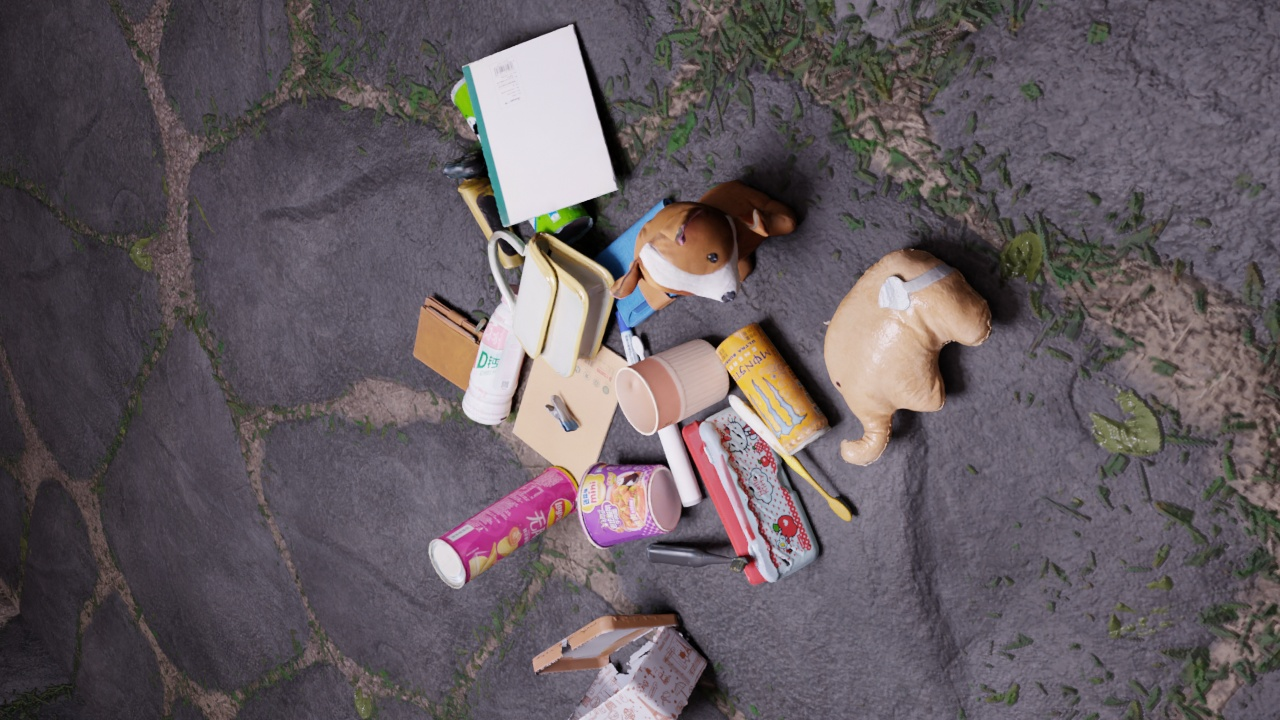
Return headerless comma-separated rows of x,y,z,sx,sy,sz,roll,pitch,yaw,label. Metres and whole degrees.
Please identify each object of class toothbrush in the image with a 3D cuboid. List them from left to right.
0.030,0.074,1.136,0.027,0.026,0.221,-19,91,14,toothbrush
0.067,0.239,1.106,0.026,0.027,0.213,48,155,-14,toothbrush
0.168,0.107,1.030,0.191,0.018,0.016,46,118,9,toothbrush

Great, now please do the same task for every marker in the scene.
-0.007,0.007,1.151,0.017,0.016,0.146,-9,97,39,marker

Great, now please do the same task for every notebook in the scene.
-0.122,-0.281,1.101,0.150,0.012,0.209,-16,85,13,notebook
-0.097,0.054,1.240,0.148,0.008,0.208,34,121,26,notebook

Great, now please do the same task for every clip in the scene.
-0.107,0.074,1.232,0.056,0.024,0.028,50,123,20,clip

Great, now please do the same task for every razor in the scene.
-0.201,-0.199,1.220,0.167,0.062,0.068,63,159,-1,razor

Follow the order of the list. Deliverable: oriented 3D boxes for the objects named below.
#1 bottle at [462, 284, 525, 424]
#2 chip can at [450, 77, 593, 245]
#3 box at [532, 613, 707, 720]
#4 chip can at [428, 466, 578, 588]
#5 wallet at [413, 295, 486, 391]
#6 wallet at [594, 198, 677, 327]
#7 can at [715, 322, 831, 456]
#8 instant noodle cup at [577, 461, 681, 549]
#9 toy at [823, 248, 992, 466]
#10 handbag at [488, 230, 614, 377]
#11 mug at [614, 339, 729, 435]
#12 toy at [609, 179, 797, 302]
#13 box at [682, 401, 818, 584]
-0.190,-0.008,1.259,0.068,0.068,0.197,33,117,26,bottle
-0.148,-0.253,1.151,0.072,0.072,0.236,-39,79,38,chip can
-0.036,0.402,1.206,0.168,0.150,0.182,43,126,-1,box
-0.176,0.217,1.213,0.071,0.209,0.071,22,125,35,chip can
-0.275,-0.025,1.336,0.131,0.035,0.119,32,120,25,wallet
0.010,-0.113,1.093,0.133,0.040,0.106,-35,77,39,wallet
0.146,0.031,1.014,0.058,0.058,0.146,-43,76,37,can
-0.010,0.177,1.151,0.099,0.111,0.111,-12,96,31,instant noodle cup
0.245,-0.003,0.915,0.143,0.082,0.227,44,128,30,toy
-0.127,-0.080,1.139,0.179,0.063,0.164,35,138,15,handbag
0.029,0.025,1.065,0.115,0.105,0.082,24,129,53,mug
0.067,-0.114,0.943,0.130,0.199,0.140,54,129,16,toy
0.131,0.150,1.062,0.099,0.095,0.201,-24,88,3,box
